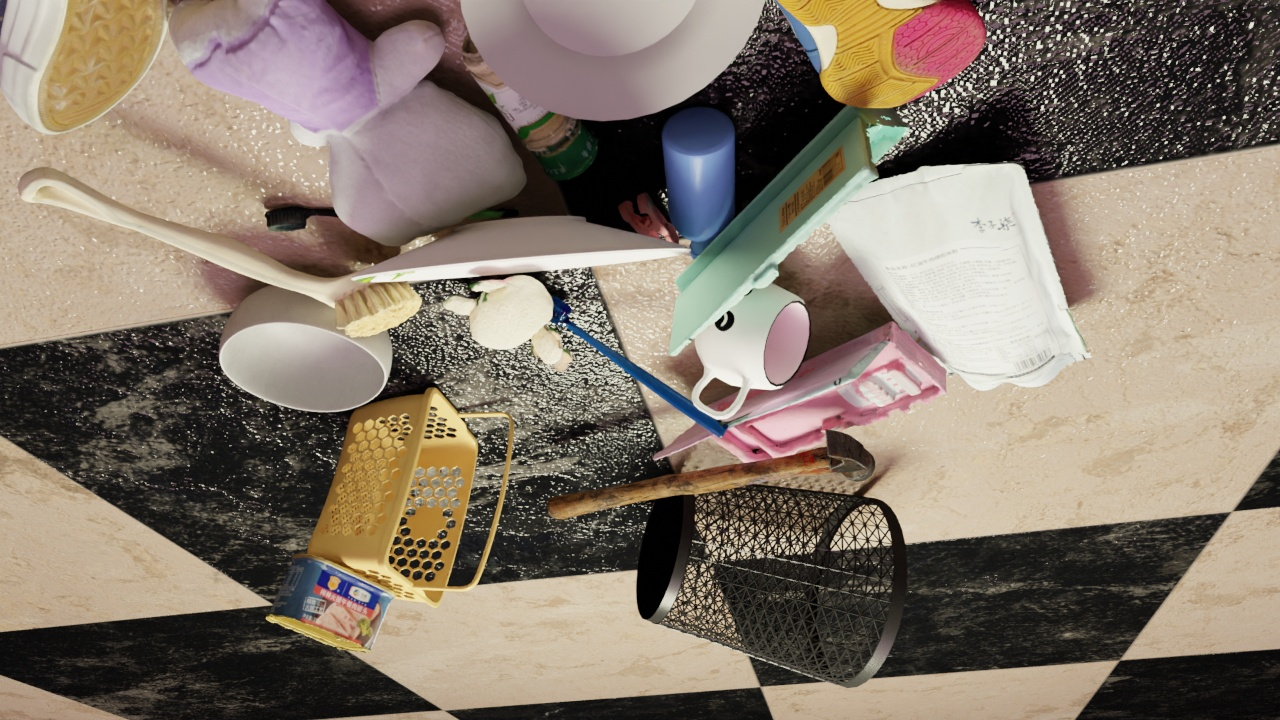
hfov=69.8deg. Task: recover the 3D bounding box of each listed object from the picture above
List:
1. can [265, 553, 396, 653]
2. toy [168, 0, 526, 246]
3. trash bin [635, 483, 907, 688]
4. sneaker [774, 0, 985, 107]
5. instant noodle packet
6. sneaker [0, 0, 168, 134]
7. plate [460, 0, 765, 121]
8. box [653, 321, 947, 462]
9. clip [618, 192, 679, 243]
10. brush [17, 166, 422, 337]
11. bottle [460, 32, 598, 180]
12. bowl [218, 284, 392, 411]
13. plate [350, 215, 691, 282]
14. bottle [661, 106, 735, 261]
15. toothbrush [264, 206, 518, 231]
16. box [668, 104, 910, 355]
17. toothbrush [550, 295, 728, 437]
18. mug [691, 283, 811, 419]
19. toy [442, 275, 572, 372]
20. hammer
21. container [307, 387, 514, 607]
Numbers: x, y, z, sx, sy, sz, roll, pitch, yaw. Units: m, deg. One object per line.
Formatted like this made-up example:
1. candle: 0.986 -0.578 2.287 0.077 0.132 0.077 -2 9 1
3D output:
1. can: -0.276 0.220 0.824 0.054 0.058 0.099 -14 140 43
2. toy: -0.171 -0.151 0.561 0.138 0.085 0.209 -23 135 27
3. trash bin: 0.136 0.236 1.041 0.243 0.216 0.218 15 143 -11
4. sneaker: 0.120 -0.214 0.483 0.116 0.091 0.241 -32 158 24
5. instant noodle packet: 0.260 -0.063 0.732 0.147 0.057 0.269 -9 144 34
6. sneaker: -0.307 -0.218 0.481 0.079 0.087 0.236 45 138 -3
7. plate: -0.014 -0.213 0.511 0.172 0.019 0.173 -7 141 -6
8. box: 0.139 0.034 0.839 0.172 0.075 0.234 8 153 -45
9. clip: 0.001 -0.100 0.694 0.041 0.023 0.059 -13 139 21
10. brush: -0.279 -0.075 0.646 0.272 0.077 0.062 18 130 -38
11. bottle: -0.068 -0.163 0.579 0.043 0.042 0.110 -16 142 21
12. bowl: -0.275 -0.018 0.765 0.132 0.064 0.132 -1 146 -1
13. plate: -0.081 -0.079 0.629 0.229 0.030 0.229 -5 -176 0
14. bottle: 0.043 -0.114 0.649 0.048 0.048 0.131 -4 146 4
15. toothbrush: -0.185 -0.106 0.683 0.188 0.017 0.014 -1 155 -2
16. box: 0.090 -0.090 0.615 0.056 0.137 0.187 47 124 2
17. toothbrush: -0.005 0.005 0.775 0.190 0.016 0.017 35 131 0
18. mug: 0.080 -0.009 0.745 0.076 0.123 0.090 18 160 37
19. toy: -0.105 -0.035 0.757 0.112 0.050 0.087 26 139 -26
20. hammer: 0.052 0.117 0.895 0.331 0.033 0.120 -14 157 23
21. container: -0.207 0.134 0.888 0.167 0.183 0.129 -3 146 17
